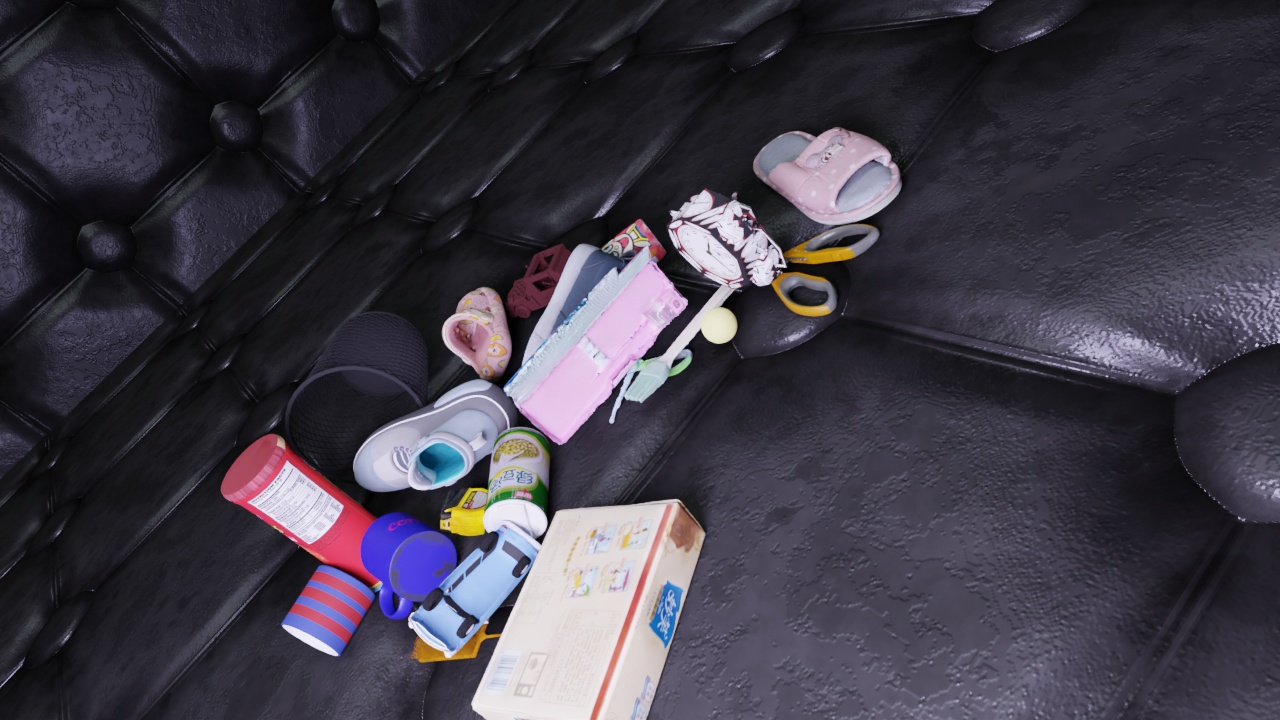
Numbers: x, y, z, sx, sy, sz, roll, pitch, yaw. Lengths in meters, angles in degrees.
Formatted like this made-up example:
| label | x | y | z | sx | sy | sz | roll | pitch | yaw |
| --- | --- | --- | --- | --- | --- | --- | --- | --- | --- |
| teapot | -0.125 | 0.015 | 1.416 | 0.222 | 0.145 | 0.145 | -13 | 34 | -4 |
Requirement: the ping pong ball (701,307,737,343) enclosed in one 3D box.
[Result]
| label | x | y | z | sx | sy | sz | roll | pitch | yaw |
| --- | --- | --- | --- | --- | --- | --- | --- | --- | --- |
| ping pong ball | 0.087 | -0.039 | 1.018 | 0.040 | 0.040 | 0.040 | -27 | 35 | 21 |

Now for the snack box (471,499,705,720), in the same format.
| label | x | y | z | sx | sy | sz | roll | pitch | yaw |
| --- | --- | --- | --- | --- | --- | --- | --- | --- | --- |
| snack box | -0.043 | 0.228 | 0.818 | 0.154 | 0.055 | 0.206 | -11 | 42 | 38 |

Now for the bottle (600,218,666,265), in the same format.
| label | x | y | z | sx | sy | sz | roll | pitch | yaw |
| --- | --- | --- | --- | --- | --- | --- | --- | --- | --- |
| bottle | -0.036 | -0.125 | 1.231 | 0.137 | 0.062 | 0.062 | -37 | 32 | 5 |

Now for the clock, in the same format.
| label | x | y | z | sx | sy | sz | roll | pitch | yaw |
| --- | --- | --- | --- | --- | --- | --- | --- | --- | --- |
| clock | 0.105 | -0.137 | 1.016 | 0.065 | 0.114 | 0.155 | -51 | 36 | -15 |

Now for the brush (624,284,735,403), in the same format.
| label | x | y | z | sx | sy | sz | roll | pitch | yaw |
| --- | --- | --- | --- | --- | --- | --- | --- | --- | --- |
| brush | 0.056 | -0.031 | 1.051 | 0.033 | 0.012 | 0.217 | 10 | 51 | 48 |

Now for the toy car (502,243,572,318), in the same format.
| label | x | y | z | sx | sy | sz | roll | pitch | yaw |
| --- | --- | --- | --- | --- | --- | --- | --- | --- | --- |
| toy car | -0.131 | -0.117 | 1.320 | 0.170 | 0.062 | 0.070 | -16 | 39 | 34 |

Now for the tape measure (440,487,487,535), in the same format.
| label | x | y | z | sx | sy | sz | roll | pitch | yaw |
| --- | --- | --- | --- | --- | --- | --- | --- | --- | --- |
| tape measure | -0.190 | 0.173 | 1.037 | 0.064 | 0.037 | 0.065 | 2 | 21 | -2 |

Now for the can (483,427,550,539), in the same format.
| label | x | y | z | sx | sy | sz | roll | pitch | yaw |
| --- | --- | --- | --- | --- | --- | --- | --- | --- | --- |
| can | -0.134 | 0.137 | 1.012 | 0.067 | 0.067 | 0.120 | -29 | 34 | 18 |

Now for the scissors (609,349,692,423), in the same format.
| label | x | y | z | sx | sy | sz | roll | pitch | yaw |
| --- | --- | --- | --- | --- | --- | --- | --- | --- | --- |
| scissors | -0.007 | 0.006 | 1.092 | 0.172 | 0.021 | 0.172 | -10 | 48 | 35 |

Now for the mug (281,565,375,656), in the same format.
| label | x | y | z | sx | sy | sz | roll | pitch | yaw |
| --- | --- | --- | --- | --- | --- | --- | --- | --- | --- |
| mug | -0.366 | 0.294 | 1.072 | 0.112 | 0.075 | 0.076 | -41 | 18 | 57 |

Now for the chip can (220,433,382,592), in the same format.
| label | x | y | z | sx | sy | sz | roll | pitch | yaw |
| --- | --- | --- | --- | --- | --- | --- | --- | --- | --- |
| chip can | -0.374 | 0.182 | 1.070 | 0.087 | 0.213 | 0.086 | -27 | 35 | 20 |

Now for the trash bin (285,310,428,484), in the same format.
| label | x | y | z | sx | sy | sz | roll | pitch | yaw |
| --- | --- | --- | --- | --- | --- | --- | --- | --- | --- |
| trash bin | -0.383 | 0.038 | 1.300 | 0.184 | 0.184 | 0.210 | -33 | 27 | 12 |

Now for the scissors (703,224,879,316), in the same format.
| label | x | y | z | sx | sy | sz | roll | pitch | yaw |
| --- | --- | --- | --- | --- | --- | --- | --- | --- | --- |
| scissors | 0.157 | -0.096 | 1.034 | 0.226 | 0.016 | 0.174 | -9 | 45 | 38 |

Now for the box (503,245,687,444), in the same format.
| label | x | y | z | sx | sy | sz | roll | pitch | yaw |
| --- | --- | --- | --- | --- | --- | --- | --- | --- | --- |
| box | -0.058 | -0.027 | 1.033 | 0.062 | 0.161 | 0.230 | 37 | 82 | 34 |

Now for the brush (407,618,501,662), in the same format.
| label | x | y | z | sx | sy | sz | roll | pitch | yaw |
| --- | --- | --- | --- | --- | --- | --- | --- | --- | --- |
| brush | -0.179 | 0.280 | 0.933 | 0.127 | 0.017 | 0.048 | -17 | 39 | 33 |

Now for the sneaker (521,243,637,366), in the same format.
| label | x | y | z | sx | sy | sz | roll | pitch | yaw |
| --- | --- | --- | --- | --- | --- | --- | --- | --- | --- |
| sneaker | -0.074 | -0.039 | 1.151 | 0.087 | 0.089 | 0.235 | 19 | 78 | 18 |

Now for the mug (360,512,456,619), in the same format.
| label | x | y | z | sx | sy | sz | roll | pitch | yaw |
| --- | --- | --- | --- | --- | --- | --- | --- | --- | --- |
| mug | -0.266 | 0.235 | 1.033 | 0.084 | 0.079 | 0.111 | 11 | 87 | 51 |

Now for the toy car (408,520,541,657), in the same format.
| label | x | y | z | sx | sy | sz | roll | pitch | yaw |
| --- | --- | --- | --- | --- | --- | --- | --- | --- | --- |
| toy car | -0.162 | 0.227 | 0.912 | 0.153 | 0.056 | 0.055 | -45 | -15 | -41 |

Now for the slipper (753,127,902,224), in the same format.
| label | x | y | z | sx | sy | sz | roll | pitch | yaw |
| --- | --- | --- | --- | --- | --- | --- | --- | --- | --- |
| slipper | 0.213 | -0.236 | 1.111 | 0.114 | 0.054 | 0.274 | -42 | 32 | -1 |

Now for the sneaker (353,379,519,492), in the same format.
| label | x | y | z | sx | sy | sz | roll | pitch | yaw |
| --- | --- | --- | --- | --- | --- | --- | --- | --- | --- |
| sneaker | -0.275 | 0.123 | 1.114 | 0.257 | 0.093 | 0.160 | -26 | 15 | 22 |

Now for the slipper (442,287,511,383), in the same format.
| label | x | y | z | sx | sy | sz | roll | pitch | yaw |
| --- | --- | --- | --- | --- | --- | --- | --- | --- | --- |
| slipper | -0.237 | -0.044 | 1.305 | 0.093 | 0.081 | 0.197 | -65 | 30 | 21 |
